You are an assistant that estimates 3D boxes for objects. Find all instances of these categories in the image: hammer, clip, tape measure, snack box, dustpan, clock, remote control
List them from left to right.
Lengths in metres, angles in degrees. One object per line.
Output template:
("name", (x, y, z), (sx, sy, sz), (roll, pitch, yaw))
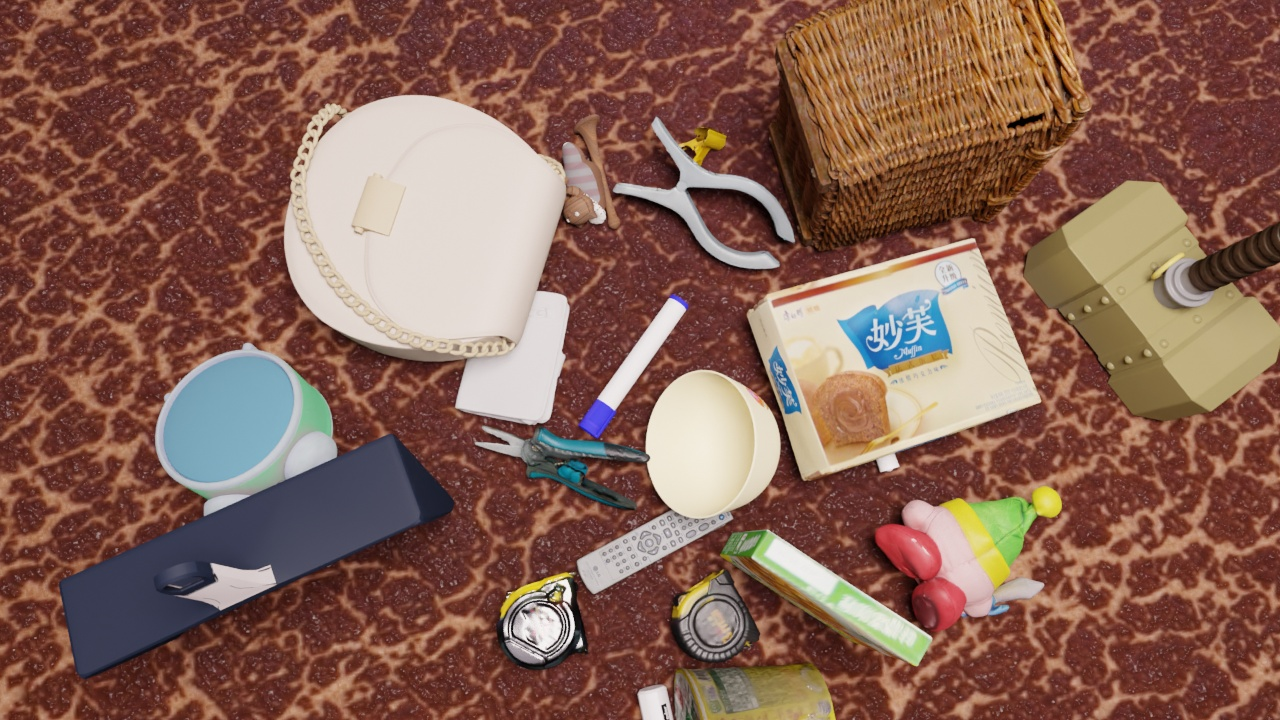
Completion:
("clock", (-0.307, 0.072, 0.734), (0.121, 0.075, 0.161), (-35, 62, -9))
("dustpan", (-0.257, 0.143, 0.628), (0.236, 0.273, 0.080), (-24, 66, -6))
("tape measure", (-0.080, 0.213, 0.745), (0.072, 0.042, 0.071), (-11, 81, -9))
("remote control", (0.012, 0.152, 0.773), (0.136, 0.013, 0.033), (-27, 81, -7))
("clip", (0.055, -0.189, 0.830), (0.046, 0.052, 0.035), (-31, 85, 23))
("tape measure", (0.058, 0.215, 0.752), (0.062, 0.038, 0.067), (-28, 84, -15))
("clip", (0.069, -0.152, 0.801), (0.163, 0.028, 0.108), (29, 107, -2))
("snack box", (0.131, 0.175, 0.694), (0.132, 0.168, 0.027), (33, 79, 4))
("snack box", (0.212, -0.003, 0.773), (0.207, 0.055, 0.153), (-16, 80, -15))
("hammer", (0.440, -0.073, 0.672), (0.100, 0.325, 0.190), (-34, 82, -8))

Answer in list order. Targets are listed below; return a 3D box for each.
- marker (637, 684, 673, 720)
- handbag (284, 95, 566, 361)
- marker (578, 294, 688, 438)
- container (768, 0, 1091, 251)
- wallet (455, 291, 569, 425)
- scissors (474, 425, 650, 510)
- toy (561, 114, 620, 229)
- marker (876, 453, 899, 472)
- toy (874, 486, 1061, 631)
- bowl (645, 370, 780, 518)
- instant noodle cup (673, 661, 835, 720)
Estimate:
("marker", (0.022, 0.326, 0.734), (0.025, 0.025, 0.125), (-12, 80, -4))
("handbag", (-0.180, -0.106, 0.769), (0.208, 0.103, 0.210), (16, 81, 3))
("marker", (-0.005, 0.005, 0.798), (0.020, 0.020, 0.141), (35, 80, 5))
("container", (0.207, -0.195, 0.739), (0.183, 0.250, 0.162), (-16, 80, 3))
("wallet", (-0.108, -0.005, 0.794), (0.086, 0.032, 0.116), (12, 80, 12))
("scissors", (-0.059, 0.087, 0.770), (0.122, 0.019, 0.149), (-34, 104, 21))
("toy", (-0.051, -0.164, 0.819), (0.054, 0.042, 0.102), (-15, 88, -27))
("marker", (0.197, 0.032, 0.801), (0.020, 0.017, 0.133), (-8, 77, -41))
("toy", (0.276, 0.157, 0.746), (0.131, 0.097, 0.124), (-28, 87, -26))
("bowl", (0.072, 0.070, 0.755), (0.074, 0.118, 0.118), (9, 75, -43))
("instant noodle cup", (0.089, 0.281, 0.716), (0.108, 0.102, 0.102), (-8, 79, -12))
